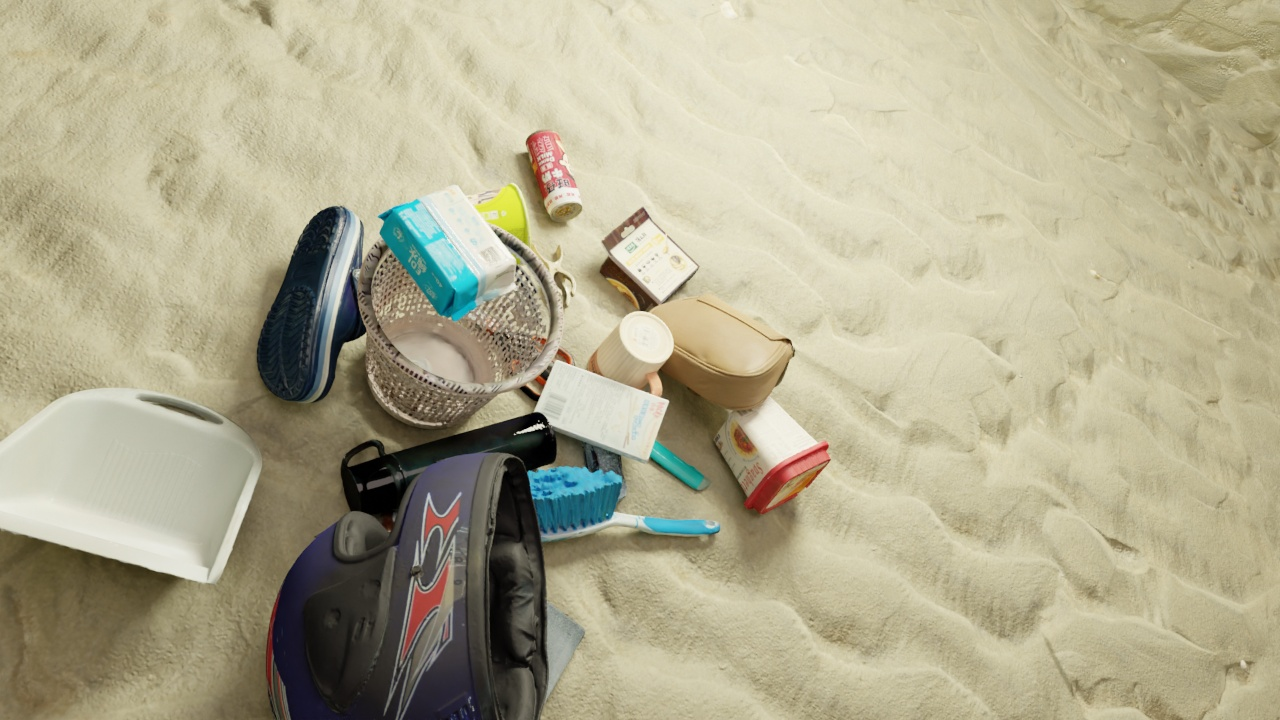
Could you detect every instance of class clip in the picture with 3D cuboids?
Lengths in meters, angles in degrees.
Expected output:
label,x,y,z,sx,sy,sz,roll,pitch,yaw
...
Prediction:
label,x,y,z,sx,sy,sz,roll,pitch,yaw
clip,-0.121,-0.121,1.280,0.074,0.035,0.100,-3,59,-28

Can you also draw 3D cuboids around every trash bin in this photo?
label,x,y,z,sx,sy,sz,roll,pitch,yaw
trash bin,-0.227,-0.023,1.063,0.227,0.193,0.227,13,58,-21

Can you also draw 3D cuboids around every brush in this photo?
label,x,y,z,sx,sy,sz,roll,pitch,yaw
brush,-0.033,0.183,1.124,0.314,0.110,0.060,-4,27,-23

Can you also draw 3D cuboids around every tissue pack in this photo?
label,x,y,z,sx,sy,sz,roll,pitch,yaw
tissue pack,-0.203,-0.114,0.966,0.089,0.063,0.140,-34,82,-38

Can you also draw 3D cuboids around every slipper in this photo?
label,x,y,z,sx,sy,sz,roll,pitch,yaw
slipper,-0.371,-0.061,1.079,0.095,0.105,0.252,31,54,-45

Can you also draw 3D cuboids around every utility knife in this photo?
label,x,y,z,sx,sy,sz,roll,pitch,yaw
utility knife,0.004,0.107,1.224,0.219,0.013,0.029,37,54,-7

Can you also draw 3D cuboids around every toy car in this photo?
label,x,y,z,sx,sy,sz,roll,pitch,yaw
toy car,-0.045,0.131,1.173,0.049,0.031,0.105,3,61,-27

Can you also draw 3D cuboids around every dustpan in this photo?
label,x,y,z,sx,sy,sz,roll,pitch,yaw
dustpan,-0.475,0.097,0.868,0.222,0.258,0.142,21,78,-16

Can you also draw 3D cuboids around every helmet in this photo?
label,x,y,z,sx,sy,sz,roll,pitch,yaw
helmet,-0.225,0.249,0.876,0.240,0.247,0.314,-7,64,7

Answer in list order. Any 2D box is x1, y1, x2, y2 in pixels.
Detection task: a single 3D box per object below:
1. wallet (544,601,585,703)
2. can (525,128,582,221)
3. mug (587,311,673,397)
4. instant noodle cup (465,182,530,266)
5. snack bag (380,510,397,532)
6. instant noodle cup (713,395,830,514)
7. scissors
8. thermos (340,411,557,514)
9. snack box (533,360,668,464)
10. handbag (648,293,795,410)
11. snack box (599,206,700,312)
label,x,y,z,sx,sy,sz,roll,pitch,yaw
wallet,-0.126,0.323,1.016,0.097,0.019,0.120,41,58,-12
can,-0.127,-0.272,1.350,0.053,0.053,0.132,-6,66,-30
mug,-0.007,0.007,1.217,0.081,0.106,0.114,-13,69,-33
instant noodle cup,-0.222,-0.173,1.217,0.123,0.112,0.111,-11,68,-23
snack bag,-0.241,0.187,1.038,0.105,0.026,0.045,9,26,-20
instant noodle cup,0.174,0.124,1.248,0.116,0.117,0.124,-19,62,-35
scissors,-0.192,-0.028,1.194,0.235,0.022,0.139,22,55,-16
thermos,-0.222,0.111,1.069,0.242,0.069,0.090,-13,62,-33
snack box,-0.051,0.065,1.166,0.157,0.027,0.084,20,71,3
handbag,0.105,-0.012,1.267,0.147,0.100,0.204,-31,49,-32
snack box,0.008,-0.145,1.347,0.125,0.053,0.113,44,52,2
